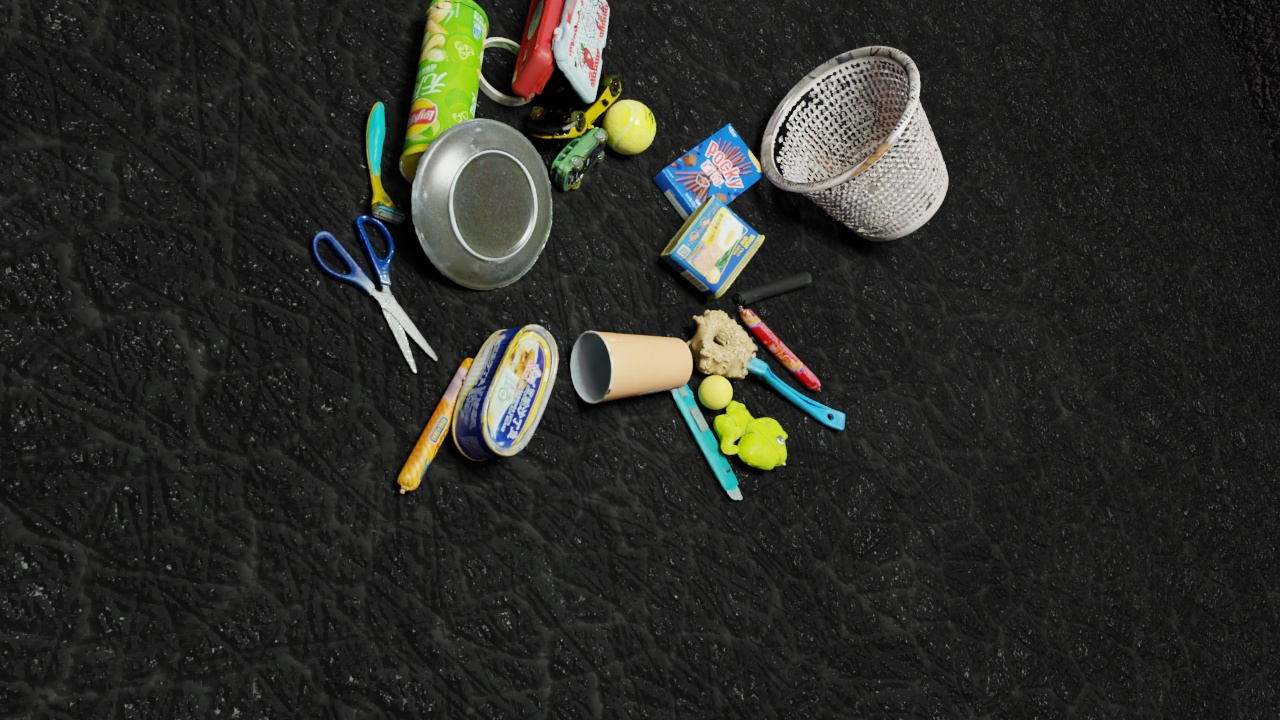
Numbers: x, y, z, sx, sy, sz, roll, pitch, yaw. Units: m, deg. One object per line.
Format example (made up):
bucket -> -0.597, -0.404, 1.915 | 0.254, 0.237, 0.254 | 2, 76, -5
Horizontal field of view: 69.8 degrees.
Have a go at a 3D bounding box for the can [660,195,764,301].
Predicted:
can -> 0.087, -0.138, 1.122 | 0.083, 0.057, 0.102 | 39, 80, -11

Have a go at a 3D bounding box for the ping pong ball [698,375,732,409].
ping pong ball -> 0.088, 0.038, 1.077 | 0.040, 0.040, 0.040 | 12, 65, -28

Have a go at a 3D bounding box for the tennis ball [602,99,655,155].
tennis ball -> -0.014, -0.285, 1.124 | 0.065, 0.066, 0.065 | 12, 65, -28

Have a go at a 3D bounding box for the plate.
plate -> -0.157, -0.162, 0.960 | 0.179, 0.024, 0.179 | -11, 106, -42

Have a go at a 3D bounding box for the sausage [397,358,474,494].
sausage -> -0.196, 0.060, 0.901 | 0.021, 0.022, 0.164 | 34, 57, -17

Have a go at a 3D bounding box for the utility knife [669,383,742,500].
utility knife -> 0.077, 0.090, 1.066 | 0.029, 0.013, 0.164 | -26, 87, -37

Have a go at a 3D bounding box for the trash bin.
trash bin -> 0.307, -0.272, 1.237 | 0.192, 0.228, 0.227 | 36, 54, -39

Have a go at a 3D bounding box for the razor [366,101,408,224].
razor -> -0.270, -0.207, 0.955 | 0.043, 0.028, 0.132 | 12, 66, -57

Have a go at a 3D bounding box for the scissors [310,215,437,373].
scissors -> -0.254, -0.072, 0.924 | 0.171, 0.012, 0.141 | 33, 58, -19

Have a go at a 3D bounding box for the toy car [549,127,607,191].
toy car -> -0.071, -0.240, 1.084 | 0.036, 0.043, 0.091 | 35, 62, 11

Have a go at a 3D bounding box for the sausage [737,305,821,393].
sausage -> 0.177, -0.013, 1.167 | 0.156, 0.020, 0.020 | 44, 54, -10

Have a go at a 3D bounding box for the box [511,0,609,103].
box -> -0.081, -0.382, 1.086 | 0.098, 0.096, 0.201 | 24, 49, -23

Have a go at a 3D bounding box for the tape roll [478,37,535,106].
tape roll -> -0.159, -0.342, 1.087 | 0.085, 0.014, 0.085 | 12, 65, -28

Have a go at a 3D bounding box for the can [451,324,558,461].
can -> -0.134, 0.031, 0.921 | 0.074, 0.049, 0.147 | 44, 52, -36

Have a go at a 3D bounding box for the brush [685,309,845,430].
brush -> 0.159, 0.021, 1.135 | 0.254, 0.046, 0.083 | 31, 54, -23

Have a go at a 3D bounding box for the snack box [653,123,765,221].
snack box -> 0.093, -0.242, 1.199 | 0.084, 0.026, 0.156 | 52, 54, -5

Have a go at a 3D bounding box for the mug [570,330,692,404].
mug -> -0.006, 0.006, 1.013 | 0.122, 0.078, 0.078 | -2, 72, -38

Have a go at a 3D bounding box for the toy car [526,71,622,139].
toy car -> -0.079, -0.301, 1.091 | 0.155, 0.071, 0.041 | -57, 148, -39

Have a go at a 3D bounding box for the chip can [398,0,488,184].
chip can -> -0.212, -0.296, 1.000 | 0.072, 0.073, 0.221 | 15, 64, -27

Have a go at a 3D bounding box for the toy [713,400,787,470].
toy -> 0.132, 0.093, 1.089 | 0.100, 0.031, 0.096 | 50, 50, -2

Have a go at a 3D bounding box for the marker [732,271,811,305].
marker -> 0.174, -0.094, 1.195 | 0.131, 0.022, 0.020 | -18, 118, -36
